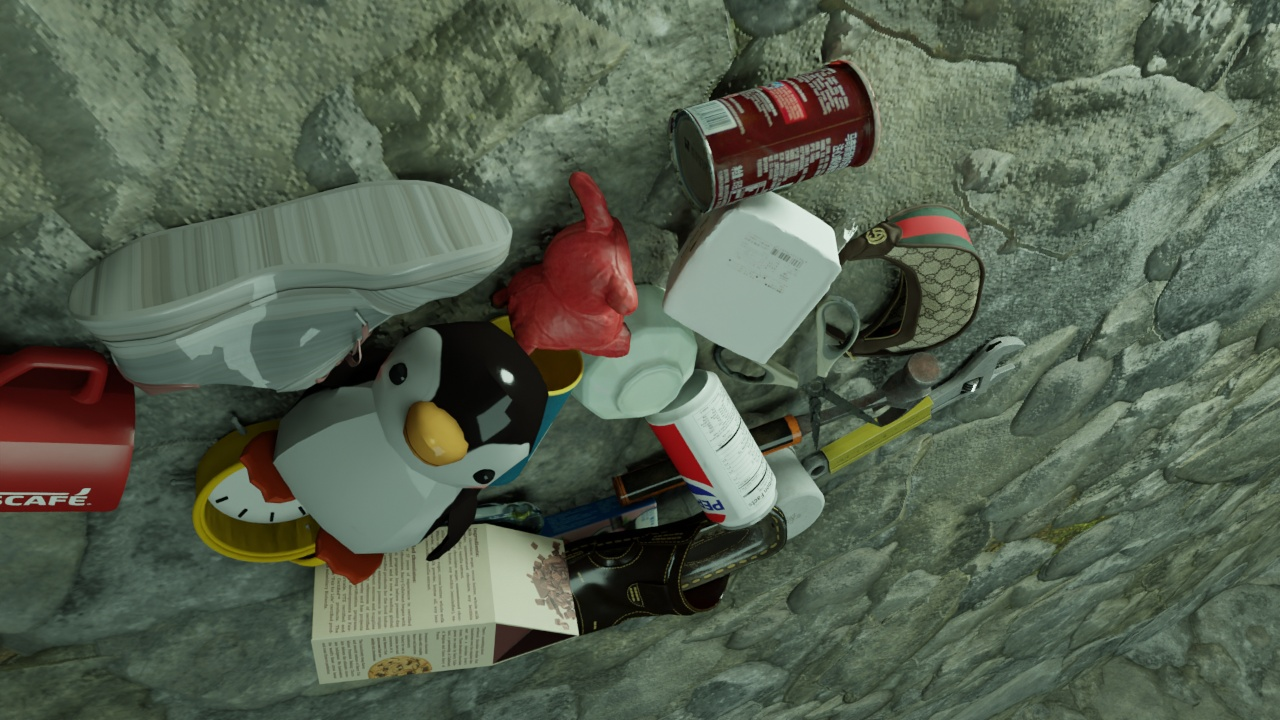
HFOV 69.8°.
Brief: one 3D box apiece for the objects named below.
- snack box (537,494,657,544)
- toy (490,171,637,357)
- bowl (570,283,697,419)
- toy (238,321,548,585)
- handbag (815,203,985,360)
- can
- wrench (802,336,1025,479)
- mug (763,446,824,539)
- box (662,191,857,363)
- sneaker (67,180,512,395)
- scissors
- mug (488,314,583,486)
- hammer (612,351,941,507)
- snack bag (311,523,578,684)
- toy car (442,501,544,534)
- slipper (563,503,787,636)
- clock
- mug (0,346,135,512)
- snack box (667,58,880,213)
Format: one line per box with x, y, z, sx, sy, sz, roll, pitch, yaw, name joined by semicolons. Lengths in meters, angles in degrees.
-0.057;0.183;0.881;0.154;0.033;0.088;-15;122;-18;snack box
-0.051;-0.057;0.609;0.094;0.088;0.133;-5;135;-12;toy
-0.004;0.004;0.715;0.117;0.061;0.118;-18;140;-16;bowl
-0.134;0.037;0.592;0.185;0.139;0.159;-30;104;32;toy
0.222;-0.059;0.803;0.138;0.063;0.167;-12;145;4;handbag
0.062;0.077;0.789;0.070;0.070;0.132;-31;113;1;can
0.294;0.055;0.992;0.273;0.018;0.084;-28;141;-3;wrench
0.137;0.146;0.951;0.084;0.070;0.113;-17;138;-16;mug
0.108;-0.077;0.698;0.151;0.131;0.107;25;129;-12;box
-0.189;-0.033;0.534;0.236;0.099;0.090;-12;137;-11;sneaker
0.140;0.012;0.787;0.157;0.012;0.171;11;128;5;scissors
-0.098;0.035;0.683;0.078;0.078;0.122;-2;138;-31;mug
0.125;0.076;0.883;0.314;0.035;0.138;-19;161;-4;hammer
-0.160;0.197;0.764;0.206;0.094;0.070;-2;134;-14;snack bag
-0.130;0.142;0.809;0.089;0.027;0.039;-6;134;-13;toy car
0.017;0.198;0.846;0.267;0.075;0.113;-15;123;-10;slipper
-0.252;0.100;0.672;0.114;0.052;0.152;-42;135;14;clock
-0.342;0.032;0.513;0.096;0.080;0.117;7;135;-37;mug
0.086;-0.146;0.602;0.121;0.072;0.072;-19;140;-12;snack box
